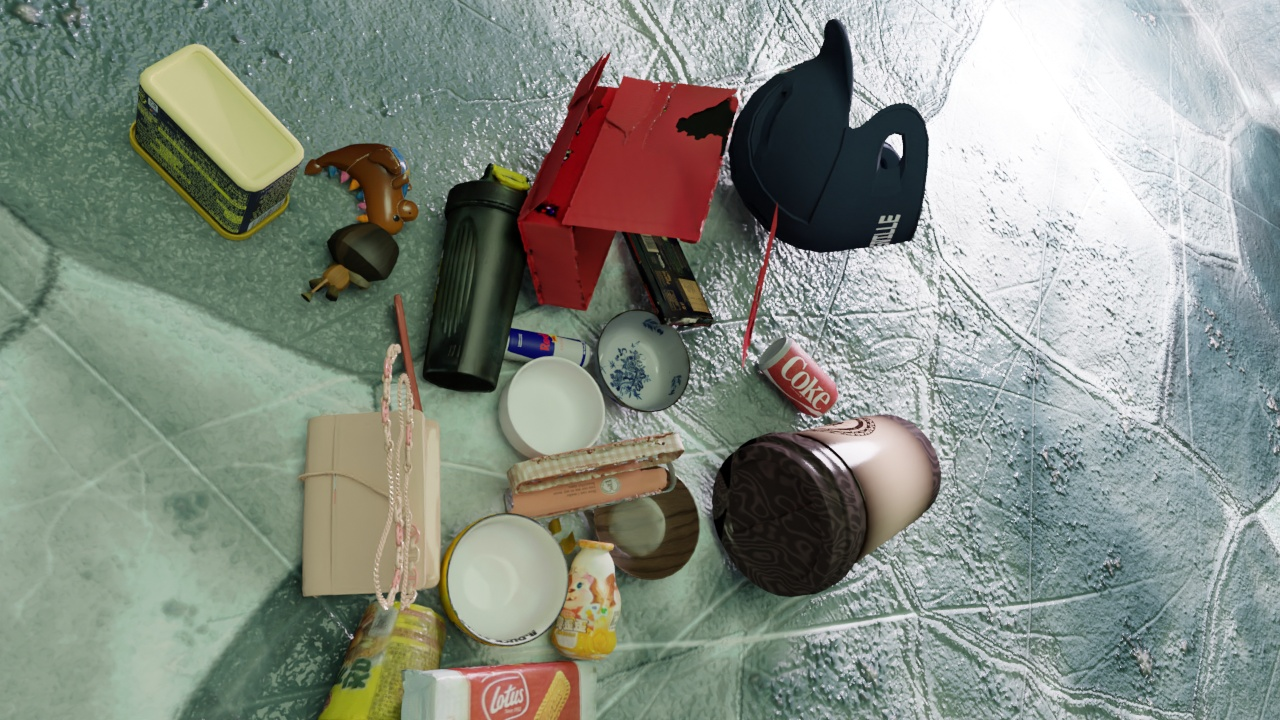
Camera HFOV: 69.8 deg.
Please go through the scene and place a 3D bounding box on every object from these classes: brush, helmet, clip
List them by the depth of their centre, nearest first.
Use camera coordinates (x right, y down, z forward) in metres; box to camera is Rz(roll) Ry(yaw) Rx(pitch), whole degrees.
[{"bbox_3d":[-0.223,0.021,0.861,0.030,0.041,0.172,-10,80,-15],"label":"brush"},{"bbox_3d":[-0.088,0.175,0.890,0.048,0.054,0.045,-5,98,-8],"label":"clip"},{"bbox_3d":[0.218,-0.267,1.104,0.223,0.232,0.272,3,93,8],"label":"helmet"}]

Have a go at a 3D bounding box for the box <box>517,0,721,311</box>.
[{"bbox_3d":[-0.018,-0.231,0.842,0.107,0.411,0.211,23,56,-8],"label":"box"}]

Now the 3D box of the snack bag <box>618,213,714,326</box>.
[{"bbox_3d":[0.028,-0.103,1.033,0.074,0.018,0.155,1,56,-38],"label":"snack bag"}]

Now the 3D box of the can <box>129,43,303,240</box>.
[{"bbox_3d":[-0.368,-0.188,0.798,0.135,0.105,0.075,47,57,-10],"label":"can"}]

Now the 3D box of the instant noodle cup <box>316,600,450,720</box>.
[{"bbox_3d":[-0.208,0.262,0.760,0.102,0.102,0.108,24,54,-23],"label":"instant noodle cup"}]

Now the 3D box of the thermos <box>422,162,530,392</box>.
[{"bbox_3d":[-0.156,-0.082,0.901,0.098,0.098,0.220,17,70,-26],"label":"thermos"}]

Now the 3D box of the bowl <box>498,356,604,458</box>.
[{"bbox_3d":[-0.093,0.052,0.918,0.104,0.054,0.104,10,68,-27],"label":"bowl"}]

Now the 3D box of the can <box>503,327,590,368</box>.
[{"bbox_3d":[-0.100,-0.011,0.946,0.095,0.032,0.032,10,70,-28],"label":"can"}]

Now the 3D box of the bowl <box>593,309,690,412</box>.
[{"bbox_3d":[-0.006,0.006,0.990,0.114,0.045,0.114,10,69,-28],"label":"bowl"}]

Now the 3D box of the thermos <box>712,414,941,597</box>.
[{"bbox_3d":[0.215,0.145,1.011,0.225,0.173,0.172,-13,82,-41],"label":"thermos"}]

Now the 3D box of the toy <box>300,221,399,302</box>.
[{"bbox_3d":[-0.273,-0.086,0.855,0.076,0.063,0.099,28,61,22],"label":"toy"}]

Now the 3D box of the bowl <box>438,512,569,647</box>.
[{"bbox_3d":[-0.132,0.201,0.837,0.117,0.068,0.117,10,69,-28],"label":"bowl"}]

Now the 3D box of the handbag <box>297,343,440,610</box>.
[{"bbox_3d":[-0.237,0.099,0.735,0.116,0.187,0.198,-3,77,2],"label":"handbag"}]

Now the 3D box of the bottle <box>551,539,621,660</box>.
[{"bbox_3d":[-0.049,0.227,0.875,0.063,0.063,0.109,13,76,-27],"label":"bottle"}]

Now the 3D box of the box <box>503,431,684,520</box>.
[{"bbox_3d":[-0.042,0.113,0.893,0.186,0.054,0.079,-9,112,-27],"label":"box"}]

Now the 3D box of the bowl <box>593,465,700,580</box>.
[{"bbox_3d":[0.002,0.167,0.947,0.119,0.032,0.119,9,68,-23],"label":"bowl"}]

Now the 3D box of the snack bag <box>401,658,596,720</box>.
[{"bbox_3d":[-0.112,0.297,0.778,0.225,0.041,0.077,25,59,-57],"label":"snack bag"}]

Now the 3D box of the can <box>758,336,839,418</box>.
[{"bbox_3d":[0.190,0.021,1.098,0.096,0.054,0.053,45,57,-11],"label":"can"}]

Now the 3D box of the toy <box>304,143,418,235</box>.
[{"bbox_3d":[-0.271,-0.164,0.894,0.103,0.071,0.090,-6,90,-9],"label":"toy"}]
